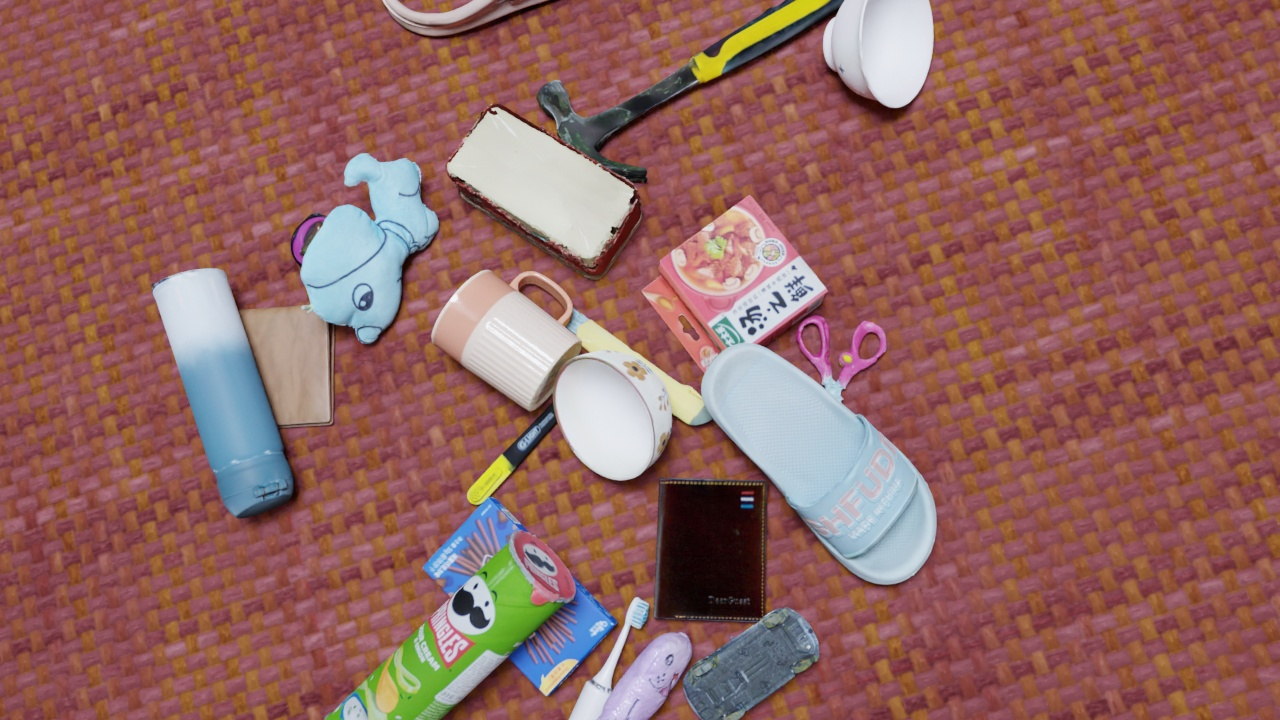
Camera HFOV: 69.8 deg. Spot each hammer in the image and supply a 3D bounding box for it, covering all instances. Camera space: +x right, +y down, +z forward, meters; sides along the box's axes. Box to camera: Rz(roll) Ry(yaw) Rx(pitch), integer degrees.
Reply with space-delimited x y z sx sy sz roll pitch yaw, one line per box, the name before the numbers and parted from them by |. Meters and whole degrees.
hammer | 0.070 -0.278 0.862 0.323 0.032 0.126 -30 80 -1

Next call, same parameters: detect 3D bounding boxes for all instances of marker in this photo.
marker | -0.110 0.081 0.825 0.018 0.015 0.124 42 85 7

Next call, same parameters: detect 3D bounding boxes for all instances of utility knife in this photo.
utility knife | -0.005 0.005 0.828 0.173 0.019 0.031 37 81 8

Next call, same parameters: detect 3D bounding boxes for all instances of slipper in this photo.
slipper | 0.153 0.081 0.760 0.245 0.074 0.104 44 87 -2

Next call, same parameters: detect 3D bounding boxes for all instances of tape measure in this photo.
tape measure | -0.296 -0.107 0.858 0.057 0.039 0.058 22 83 7

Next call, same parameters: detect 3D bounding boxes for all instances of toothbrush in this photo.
toothbrush | -0.046 0.304 0.777 0.026 0.026 0.221 22 82 30

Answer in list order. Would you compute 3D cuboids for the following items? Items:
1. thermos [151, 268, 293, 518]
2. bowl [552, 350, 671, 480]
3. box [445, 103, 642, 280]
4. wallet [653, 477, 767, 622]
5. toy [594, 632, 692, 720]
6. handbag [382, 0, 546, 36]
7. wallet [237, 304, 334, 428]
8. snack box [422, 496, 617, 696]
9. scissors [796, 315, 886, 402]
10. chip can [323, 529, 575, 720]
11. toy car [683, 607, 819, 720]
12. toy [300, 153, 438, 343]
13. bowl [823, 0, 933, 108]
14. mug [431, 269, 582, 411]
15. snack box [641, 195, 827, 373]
thermos | -0.369 0.030 0.816 0.070 0.070 0.220 -20 85 1
bowl | -0.015 0.039 0.790 0.062 0.114 0.113 -29 76 -43
box | -0.088 -0.153 0.830 0.168 0.079 0.091 33 84 9
wallet | 0.061 0.164 0.797 0.096 0.020 0.122 2 83 5
toy | 0.003 0.268 0.758 0.039 0.084 0.108 36 79 30
handbag | -0.156 -0.413 0.886 0.234 0.093 0.193 -34 80 7
wallet | -0.335 0.006 0.855 0.101 0.020 0.115 -5 83 6
snack box | -0.105 0.203 0.798 0.157 0.026 0.084 43 88 10
scissors | 0.162 0.022 0.814 0.096 0.017 0.137 24 87 7
chip can | -0.158 0.244 0.752 0.236 0.072 0.072 -45 80 9
toy car | 0.092 0.256 0.768 0.120 0.037 0.054 -34 82 -2
toy | -0.247 -0.099 0.828 0.155 0.050 0.161 -33 122 -32
bowl | 0.206 -0.288 0.829 0.065 0.118 0.118 13 79 46
mug | -0.108 -0.027 0.816 0.106 0.082 0.114 36 60 7
snack box | 0.081 -0.063 0.818 0.127 0.044 0.113 -37 80 -2
